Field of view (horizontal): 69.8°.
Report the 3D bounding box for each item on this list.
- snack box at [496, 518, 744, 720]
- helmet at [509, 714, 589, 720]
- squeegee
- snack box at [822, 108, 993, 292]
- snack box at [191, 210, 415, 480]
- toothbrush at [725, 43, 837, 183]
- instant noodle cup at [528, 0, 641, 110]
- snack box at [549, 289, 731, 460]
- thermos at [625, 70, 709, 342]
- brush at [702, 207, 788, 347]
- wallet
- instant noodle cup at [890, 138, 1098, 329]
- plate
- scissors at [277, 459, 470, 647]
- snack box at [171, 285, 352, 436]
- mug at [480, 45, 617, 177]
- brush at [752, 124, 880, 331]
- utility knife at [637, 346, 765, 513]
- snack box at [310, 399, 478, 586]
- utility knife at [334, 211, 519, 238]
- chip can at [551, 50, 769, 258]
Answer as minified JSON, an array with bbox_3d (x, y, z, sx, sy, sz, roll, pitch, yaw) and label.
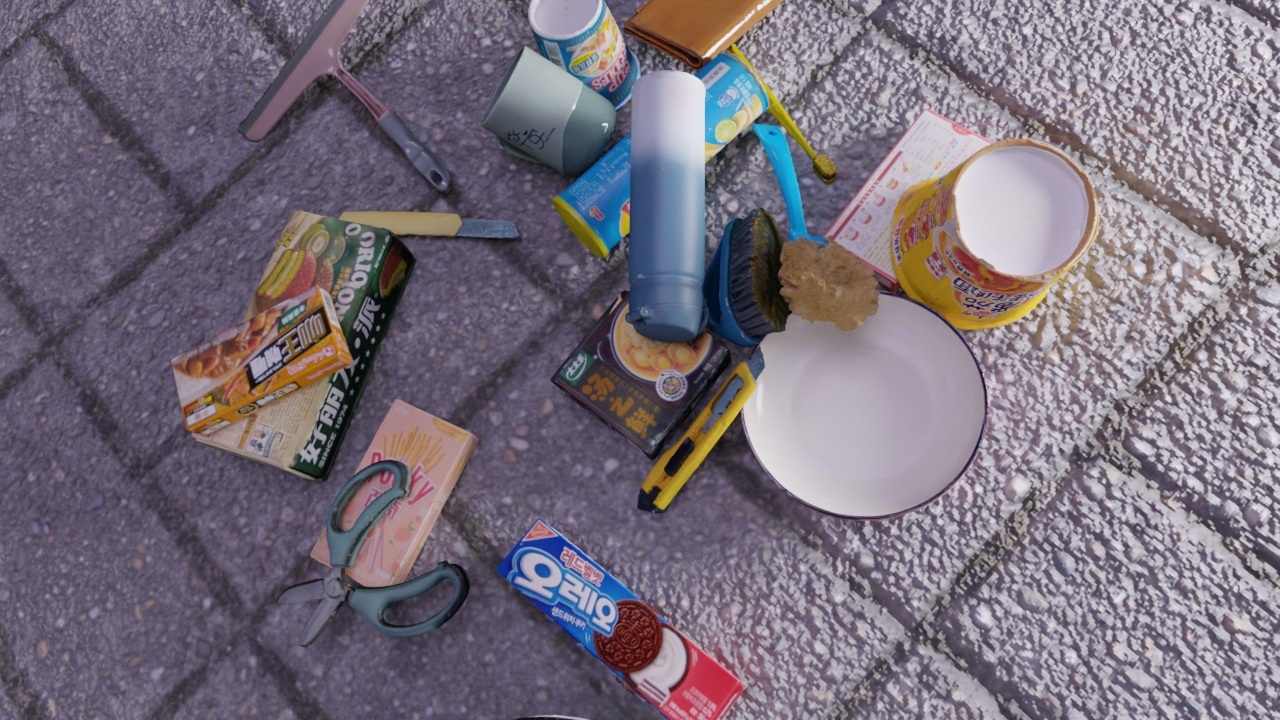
[{"bbox_3d":[-0.019,0.209,0.717,0.207,0.057,0.058,34,78,22],"label":"snack box"},{"bbox_3d":[-0.027,0.364,0.610,0.274,0.157,0.229,34,79,11],"label":"helmet"},{"bbox_3d":[-0.269,-0.253,0.950,0.248,0.040,0.249,-47,72,11],"label":"squeegee"},{"bbox_3d":[0.235,-0.141,0.800,0.077,0.027,0.155,36,82,21],"label":"snack box"},{"bbox_3d":[-0.312,-0.017,0.862,0.114,0.063,0.239,13,74,16],"label":"snack box"},{"bbox_3d":[0.128,-0.239,0.865,0.015,0.016,0.190,-31,67,-1],"label":"toothbrush"},{"bbox_3d":[-0.059,-0.303,0.881,0.099,0.110,0.099,-4,71,11],"label":"instant noodle cup"},{"bbox_3d":[-0.005,0.005,0.794,0.125,0.053,0.113,36,82,16],"label":"snack box"},{"bbox_3d":[0.023,-0.126,0.762,0.070,0.070,0.220,-2,79,12],"label":"thermos"},{"bbox_3d":[0.085,-0.067,0.779,0.074,0.055,0.143,-27,37,33],"label":"brush"},{"bbox_3d":[0.062,-0.345,0.900,0.108,0.031,0.131,35,67,24],"label":"wallet"},{"bbox_3d":[0.277,-0.101,0.715,0.138,0.110,0.138,0,81,1],"label":"instant noodle cup"},{"bbox_3d":[0.178,0.037,0.743,0.192,0.039,0.192,-4,70,11],"label":"plate"},{"bbox_3d":[-0.213,0.176,0.765,0.181,0.019,0.170,25,77,18],"label":"scissors"},{"bbox_3d":[-0.336,0.001,0.811,0.154,0.026,0.075,-26,68,4],"label":"snack box"},{"bbox_3d":[-0.090,-0.223,0.865,0.106,0.112,0.082,28,58,-20],"label":"mug"},{"bbox_3d":[0.136,-0.125,0.780,0.083,0.046,0.254,0,50,-13],"label":"brush"},{"bbox_3d":[0.049,0.059,0.751,0.171,0.015,0.033,-54,49,9],"label":"utility knife"},{"bbox_3d":[-0.216,0.120,0.810,0.084,0.026,0.157,22,77,18],"label":"snack box"},{"bbox_3d":[-0.217,-0.133,0.905,0.213,0.022,0.031,3,72,21],"label":"utility knife"},{"bbox_3d":[0.019,-0.189,0.844,0.210,0.071,0.071,-42,67,-5],"label":"chip can"}]
